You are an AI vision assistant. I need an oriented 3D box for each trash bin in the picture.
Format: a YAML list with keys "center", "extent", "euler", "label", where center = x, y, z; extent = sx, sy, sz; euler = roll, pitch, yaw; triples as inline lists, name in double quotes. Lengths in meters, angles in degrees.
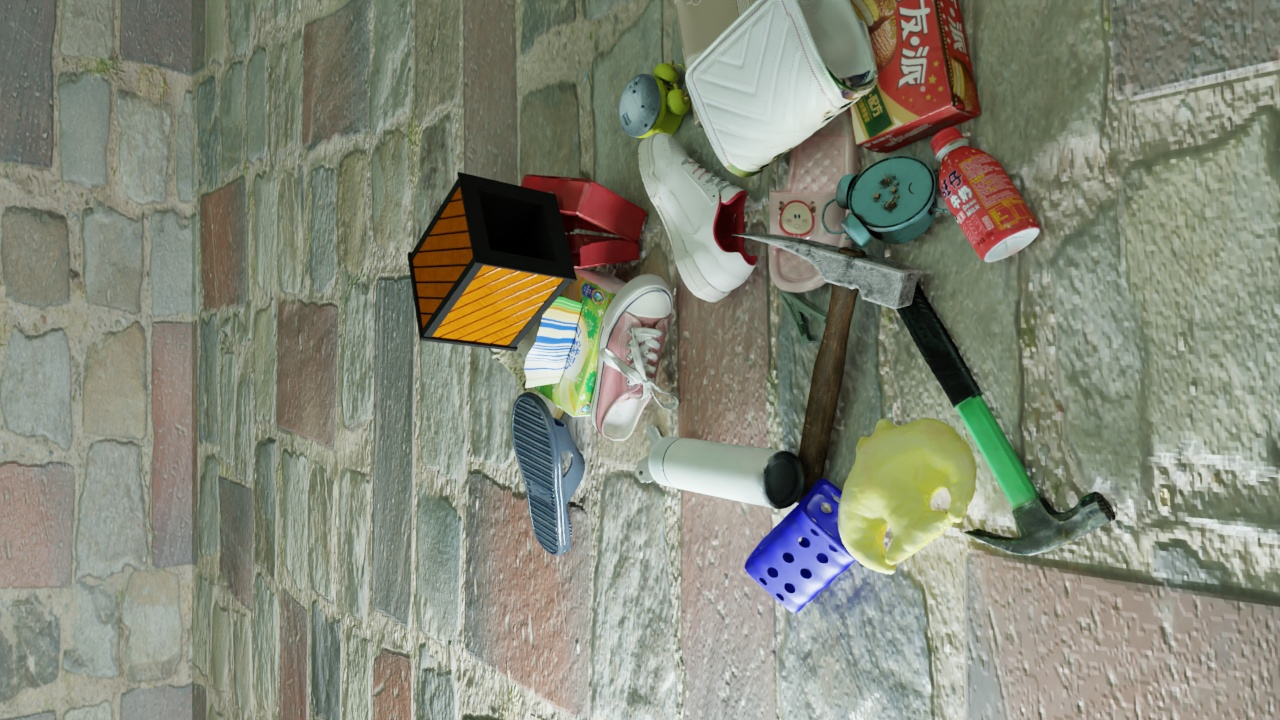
- center: [-0.198, -0.123, 1.198]
  extent: [0.172, 0.139, 0.139]
  euler: [-44, 51, 42]
  label: "trash bin"

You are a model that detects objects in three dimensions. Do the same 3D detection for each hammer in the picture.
- center: [0.329, 0.043, 0.922]
  extent: [0.131, 0.032, 0.318]
  euler: [-42, 60, 38]
  label: "hammer"
- center: [0.179, 0.011, 1.039]
  extent: [0.218, 0.037, 0.301]
  euler: [23, 115, 39]
  label: "hammer"

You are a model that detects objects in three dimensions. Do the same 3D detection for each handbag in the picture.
- center: [0.145, -0.397, 1.111]
  extent: [0.198, 0.062, 0.175]
  euler: [-16, 78, 36]
  label: "handbag"
- center: [0.153, -0.304, 0.996]
  extent: [0.199, 0.096, 0.142]
  euler: [-26, 85, 55]
  label: "handbag"

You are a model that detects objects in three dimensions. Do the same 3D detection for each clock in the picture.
- center: [0.023, -0.344, 1.223]
  extent: [0.119, 0.057, 0.083]
  euler: [-40, 61, 39]
  label: "clock"
- center: [0.252, -0.162, 0.959]
  extent: [0.124, 0.053, 0.089]
  euler: [-15, 57, 24]
  label: "clock"

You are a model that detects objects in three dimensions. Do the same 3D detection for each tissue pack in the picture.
- center: [-0.094, -0.025, 1.279]
  extent: [0.120, 0.141, 0.198]
  euler: [24, 106, 44]
  label: "tissue pack"

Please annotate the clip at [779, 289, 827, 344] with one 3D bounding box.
- center: [0.188, -0.058, 1.075]
  extent: [0.061, 0.023, 0.075]
  euler: [-52, 57, 30]
  label: "clip"

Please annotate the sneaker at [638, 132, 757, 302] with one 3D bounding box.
- center: [0.082, -0.198, 1.145]
  extent: [0.105, 0.090, 0.236]
  euler: [-31, 66, 32]
  label: "sneaker"

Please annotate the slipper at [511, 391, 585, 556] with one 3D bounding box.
- center: [-0.122, 0.164, 1.361]
  extent: [0.101, 0.082, 0.264]
  euler: [18, 122, 45]
  label: "slipper"

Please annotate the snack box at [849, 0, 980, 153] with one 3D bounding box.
- center: [0.271, -0.350, 0.963]
  extent: [0.113, 0.060, 0.236]
  euler: [-15, 79, 46]
  label: "snack box"

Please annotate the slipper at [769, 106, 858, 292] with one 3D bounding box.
- center: [0.196, -0.186, 1.044]
  extent: [0.107, 0.055, 0.221]
  euler: [15, 100, 43]
  label: "slipper"

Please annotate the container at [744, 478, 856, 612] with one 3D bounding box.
- center: [0.187, 0.206, 1.016]
  extent: [0.084, 0.084, 0.114]
  euler: [42, 124, 8]
  label: "container"

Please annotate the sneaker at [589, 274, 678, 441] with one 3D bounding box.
- center: [-0.007, 0.007, 1.221]
  extent: [0.088, 0.118, 0.241]
  euler: [-129, 49, -58]
  label: "sneaker"

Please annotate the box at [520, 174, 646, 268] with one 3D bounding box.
- center: [-0.086, -0.198, 1.286]
  extent: [0.157, 0.136, 0.127]
  euler: [11, 104, 45]
  label: "box"

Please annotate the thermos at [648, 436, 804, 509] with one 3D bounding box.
- center: [0.097, 0.132, 1.104]
  extent: [0.230, 0.067, 0.068]
  euler: [-1, 89, 57]
  label: "thermos"

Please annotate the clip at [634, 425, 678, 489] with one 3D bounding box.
- center: [0.020, 0.142, 1.238]
  extent: [0.054, 0.043, 0.101]
  euler: [-42, 59, 23]
  label: "clip"

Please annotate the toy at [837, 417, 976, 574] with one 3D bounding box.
- center: [0.261, 0.125, 0.921]
  extent: [0.171, 0.064, 0.154]
  euler: [-50, 32, 30]
  label: "toy"

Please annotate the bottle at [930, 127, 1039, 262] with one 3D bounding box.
- center: [0.330, -0.168, 0.901]
  extent: [0.062, 0.061, 0.137]
  euler: [-41, 60, 38]
  label: "bottle"

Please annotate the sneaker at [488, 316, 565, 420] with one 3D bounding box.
- center: [-0.183, -0.013, 1.399]
  extent: [0.089, 0.102, 0.241]
  euler: [-32, 68, 41]
  label: "sneaker"
